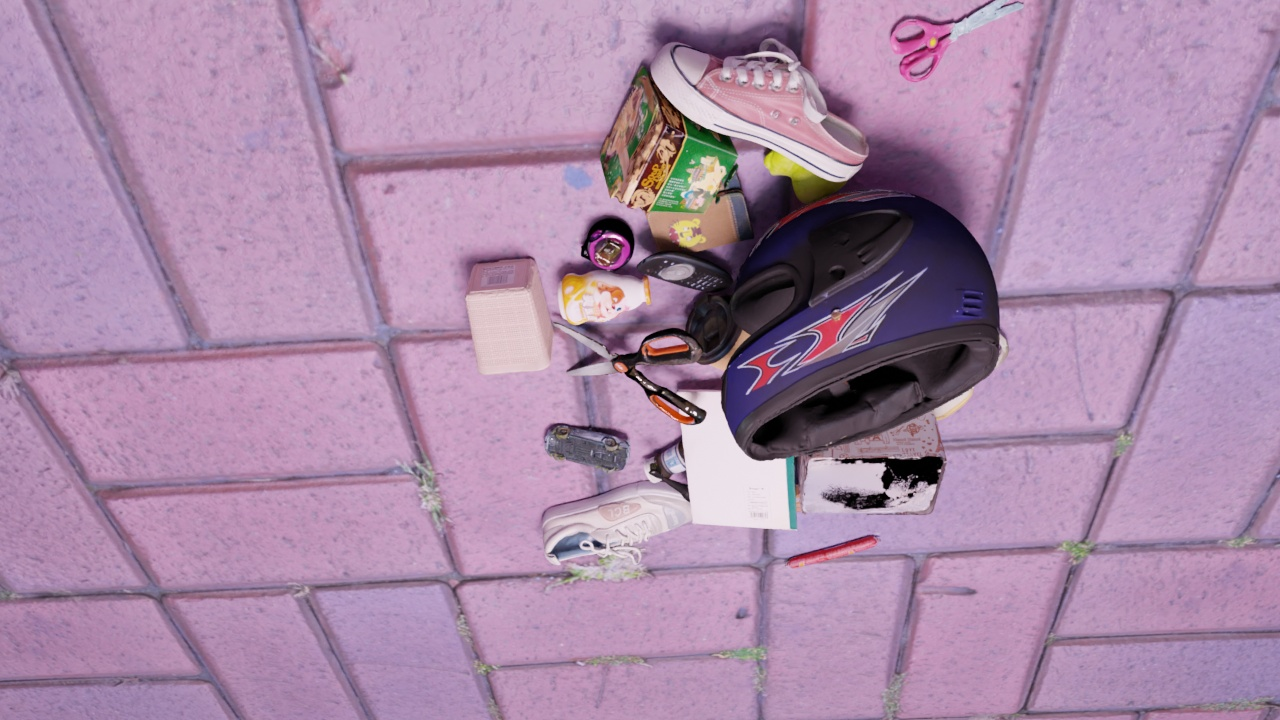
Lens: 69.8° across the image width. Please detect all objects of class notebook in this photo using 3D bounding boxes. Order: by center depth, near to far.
[{"bbox_3d":[0.132,0.135,1.232,0.150,0.012,0.209,1,114,18],"label":"notebook"}]

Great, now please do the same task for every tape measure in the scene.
[{"bbox_3d":[-0.036,-0.134,1.067,0.057,0.039,0.058,26,125,-20],"label":"tape measure"}]

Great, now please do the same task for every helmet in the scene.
[{"bbox_3d":[0.216,-0.053,1.000,0.316,0.240,0.247,-22,150,6],"label":"helmet"}]

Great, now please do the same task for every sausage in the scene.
[{"bbox_3d":[0.302,0.303,1.445,0.156,0.020,0.020,-19,127,15],"label":"sausage"}]

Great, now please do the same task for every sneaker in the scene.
[{"bbox_3d":[0.130,-0.265,0.911,0.241,0.118,0.088,24,138,-10],"label":"sneaker"},{"bbox_3d":[-0.031,0.247,1.349,0.242,0.090,0.089,-13,129,9],"label":"sneaker"}]

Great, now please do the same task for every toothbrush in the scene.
[{"bbox_3d":[0.074,0.190,1.308,0.026,0.027,0.212,-18,145,31],"label":"toothbrush"}]

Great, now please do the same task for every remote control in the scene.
[{"bbox_3d":[0.053,-0.107,1.079,0.136,0.024,0.053,13,153,-40],"label":"remote control"}]

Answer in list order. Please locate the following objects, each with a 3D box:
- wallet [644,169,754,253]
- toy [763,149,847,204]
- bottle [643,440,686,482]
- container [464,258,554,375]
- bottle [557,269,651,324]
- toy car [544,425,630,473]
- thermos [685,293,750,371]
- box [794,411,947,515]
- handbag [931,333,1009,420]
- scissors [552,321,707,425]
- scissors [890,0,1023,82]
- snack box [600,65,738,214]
[{"bbox_3d":[0.066,-0.165,1.049,0.115,0.033,0.090,-12,130,13],"label":"wallet"},{"bbox_3d":[0.186,-0.217,1.006,0.100,0.031,0.097,10,127,-8],"label":"toy"},{"bbox_3d":[0.093,0.117,1.273,0.195,0.044,0.080,-28,117,22],"label":"bottle"},{"bbox_3d":[-0.158,-0.055,1.102,0.090,0.089,0.111,-5,126,3],"label":"container"},{"bbox_3d":[-0.043,-0.078,1.097,0.108,0.063,0.063,-7,129,5],"label":"bottle"},{"bbox_3d":[-0.074,0.121,1.280,0.120,0.036,0.054,11,130,3],"label":"toy car"},{"bbox_3d":[0.127,-0.018,1.139,0.143,0.093,0.093,29,124,-32],"label":"thermos"},{"bbox_3d":[0.300,0.166,1.246,0.179,0.110,0.260,0,138,4],"label":"box"},{"bbox_3d":[0.379,0.003,1.174,0.179,0.063,0.163,-27,127,16],"label":"handbag"},{"bbox_3d":[-0.004,0.011,1.140,0.234,0.021,0.222,39,144,-16],"label":"scissors"},{"bbox_3d":[0.323,-0.327,0.928,0.137,0.017,0.073,-18,127,9],"label":"scissors"},{"bbox_3d":[0.033,-0.219,0.963,0.105,0.117,0.118,11,132,-25],"label":"snack box"}]
